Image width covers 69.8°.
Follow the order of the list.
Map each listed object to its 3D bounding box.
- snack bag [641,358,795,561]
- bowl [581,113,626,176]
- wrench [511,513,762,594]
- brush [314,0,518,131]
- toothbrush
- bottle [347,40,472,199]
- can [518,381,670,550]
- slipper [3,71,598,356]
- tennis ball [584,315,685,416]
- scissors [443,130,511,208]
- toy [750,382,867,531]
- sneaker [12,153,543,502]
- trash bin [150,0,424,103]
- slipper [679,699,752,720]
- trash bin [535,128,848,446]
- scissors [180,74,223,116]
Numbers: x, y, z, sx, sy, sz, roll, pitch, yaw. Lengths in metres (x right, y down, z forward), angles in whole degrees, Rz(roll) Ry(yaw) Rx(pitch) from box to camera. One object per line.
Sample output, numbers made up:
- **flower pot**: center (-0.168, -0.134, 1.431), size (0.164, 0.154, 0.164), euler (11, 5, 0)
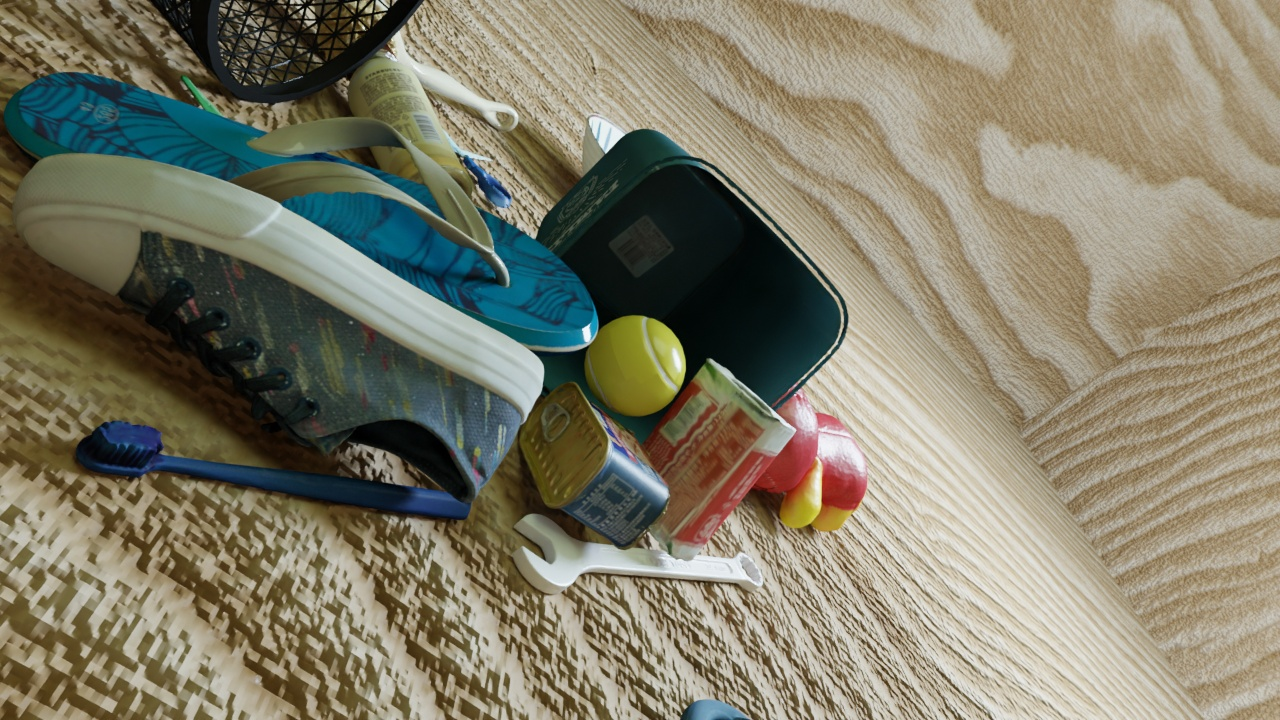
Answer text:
- **snack bag**: center (0.040, 0.065, 0.607), size (0.036, 0.116, 0.077), euler (26, 14, -48)
- **bowl**: center (-0.018, -0.183, 1.017), size (0.177, 0.071, 0.177), euler (42, 22, -21)
- **wrench**: center (0.011, 0.132, 0.597), size (0.273, 0.009, 0.047), euler (22, 34, -52)
- **brush**: center (-0.187, -0.255, 0.825), size (0.272, 0.062, 0.077), euler (13, 57, -65)
- **toothbrush**: center (-0.144, 0.052, 0.402), size (0.189, 0.017, 0.016), euler (23, 33, -52)
- **bottle**: center (-0.178, -0.174, 0.680), size (0.056, 0.057, 0.162), euler (18, 36, -55)
- **can**: center (-0.028, 0.062, 0.554), size (0.059, 0.054, 0.100), euler (39, 7, -31)
- **slipper**: center (-0.148, -0.088, 0.463), size (0.294, 0.060, 0.118), euler (20, 29, -20)
- **tennis ball**: center (-0.003, 0.003, 0.593), size (0.065, 0.065, 0.065), euler (42, 21, -21)
- **scissors**: center (-0.159, -0.180, 0.800), size (0.133, 0.014, 0.127), euler (48, 15, 9)
- **toy**: center (0.130, 0.073, 0.840), size (0.216, 0.099, 0.147), euler (35, 16, -46)
- **sneaker**: center (-0.150, -0.006, 0.400), size (0.235, 0.088, 0.079), euler (27, 62, -28)
- **trash bin**: center (-0.267, -0.327, 0.570), size (0.243, 0.217, 0.216), euler (43, 20, 1)
- **slipper**: center (0.094, 0.251, 0.491), size (0.213, 0.059, 0.103), euler (44, 18, -20)
- **trash bin**: center (0.014, -0.066, 0.720), size (0.199, 0.197, 0.218), euler (42, 15, -22)
- **scissors**: center (-0.227, -0.121, 0.548), size (0.125, 0.011, 0.127), euler (51, 18, -1)
